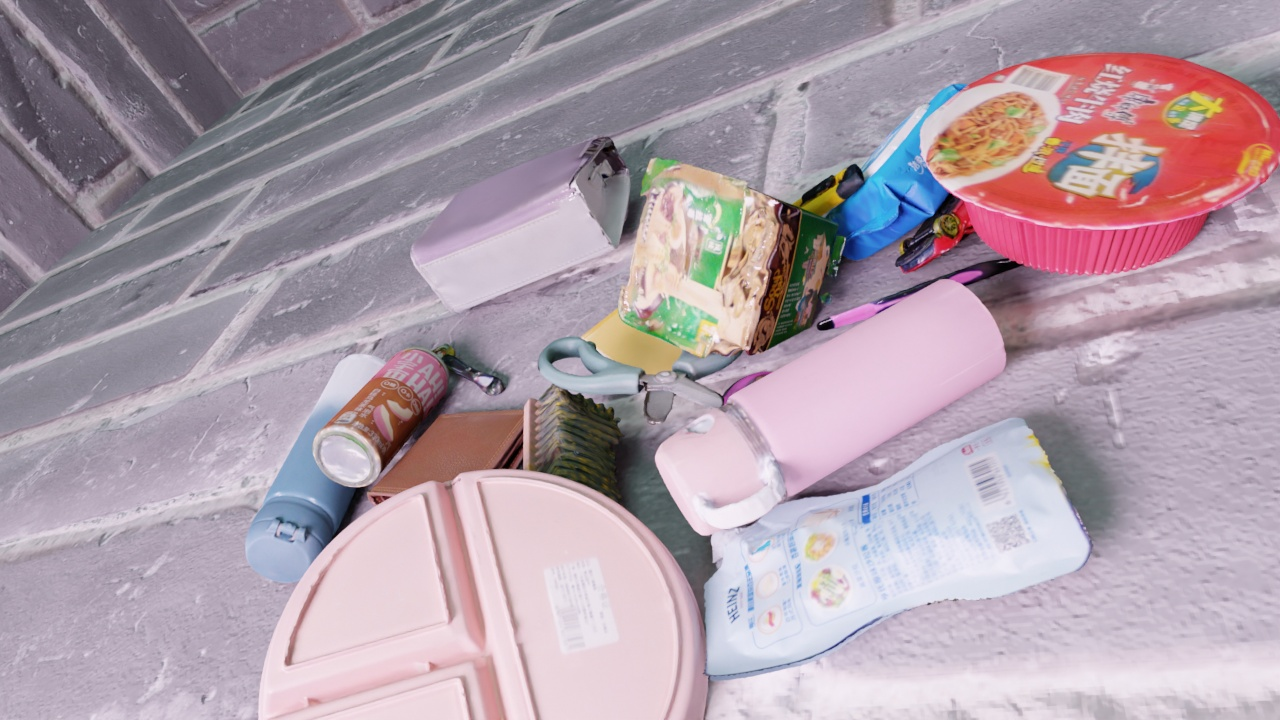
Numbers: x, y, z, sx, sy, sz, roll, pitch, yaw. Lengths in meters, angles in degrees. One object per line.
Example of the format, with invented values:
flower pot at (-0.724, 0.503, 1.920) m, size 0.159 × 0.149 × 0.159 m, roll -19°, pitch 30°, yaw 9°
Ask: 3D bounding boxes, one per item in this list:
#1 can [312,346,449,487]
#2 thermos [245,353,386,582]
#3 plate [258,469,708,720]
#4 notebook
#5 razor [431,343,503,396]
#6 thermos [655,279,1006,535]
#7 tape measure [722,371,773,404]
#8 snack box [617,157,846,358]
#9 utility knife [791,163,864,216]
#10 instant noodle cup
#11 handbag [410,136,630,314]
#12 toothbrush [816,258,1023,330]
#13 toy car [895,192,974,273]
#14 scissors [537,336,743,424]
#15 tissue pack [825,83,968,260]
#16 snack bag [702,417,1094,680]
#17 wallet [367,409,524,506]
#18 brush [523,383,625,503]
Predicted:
can at (-0.214, 0.044, 0.770) m, size 0.058 × 0.058 × 0.147 m, roll -18°, pitch 22°, yaw 21°
thermos at (-0.267, 0.086, 0.781) m, size 0.070 × 0.070 × 0.219 m, roll -18°, pitch 35°, yaw 21°
plate at (-0.079, 0.148, 0.469) m, size 0.229 × 0.028 × 0.229 m, roll 1°, pitch 48°, yaw -1°
notebook at (0.061, -0.058, 0.746) m, size 0.206 × 0.010 × 0.146 m, roll -39°, pitch 32°, yaw -10°
razor at (-0.165, 0.008, 0.838) m, size 0.042 × 0.022 × 0.143 m, roll -47°, pitch 35°, yaw -18°
thermos at (0.107, 0.029, 0.508) m, size 0.198 × 0.067 × 0.087 m, roll -28°, pitch 19°, yaw -10°
tape measure at (0.077, 0.033, 0.580) m, size 0.057 × 0.039 × 0.057 m, roll 14°, pitch 54°, yaw 49°
snack box at (0.067, -0.068, 0.634) m, size 0.117 × 0.118 × 0.105 m, roll 26°, pitch 21°, yaw 37°
utility knife at (0.113, -0.108, 0.685) m, size 0.155 × 0.015 × 0.033 m, roll -29°, pitch 25°, yaw 57°
instant noodle cup at (0.273, -0.116, 0.564) m, size 0.194 × 0.066 × 0.193 m, roll -9°, pitch 43°, yaw 8°
handbag at (-0.113, -0.139, 0.920) m, size 0.197 × 0.098 × 0.144 m, roll -17°, pitch 37°, yaw 24°
toothbrush at (0.208, -0.054, 0.612) m, size 0.189 × 0.014 × 0.017 m, roll -19°, pitch 24°, yaw 21°
toy car at (0.217, -0.098, 0.639) m, size 0.106 × 0.031 × 0.049 m, roll -47°, pitch 2°, yaw -24°
scissors at (-0.006, 0.004, 0.626) m, size 0.179 × 0.019 × 0.172 m, roll -1°, pitch 24°, yaw 12°
tissue pack at (0.196, -0.140, 0.671) m, size 0.156 × 0.052 × 0.095 m, roll -49°, pitch 4°, yaw -25°
snack bag at (0.117, 0.095, 0.466) m, size 0.191 × 0.039 × 0.110 m, roll -25°, pitch 35°, yaw 16°
wallet at (-0.142, 0.079, 0.717) m, size 0.125 × 0.032 × 0.101 m, roll -4°, pitch 39°, yaw 37°
brush at (-0.050, 0.085, 0.608) m, size 0.073 × 0.063 × 0.145 m, roll -51°, pitch 26°, yaw 27°
